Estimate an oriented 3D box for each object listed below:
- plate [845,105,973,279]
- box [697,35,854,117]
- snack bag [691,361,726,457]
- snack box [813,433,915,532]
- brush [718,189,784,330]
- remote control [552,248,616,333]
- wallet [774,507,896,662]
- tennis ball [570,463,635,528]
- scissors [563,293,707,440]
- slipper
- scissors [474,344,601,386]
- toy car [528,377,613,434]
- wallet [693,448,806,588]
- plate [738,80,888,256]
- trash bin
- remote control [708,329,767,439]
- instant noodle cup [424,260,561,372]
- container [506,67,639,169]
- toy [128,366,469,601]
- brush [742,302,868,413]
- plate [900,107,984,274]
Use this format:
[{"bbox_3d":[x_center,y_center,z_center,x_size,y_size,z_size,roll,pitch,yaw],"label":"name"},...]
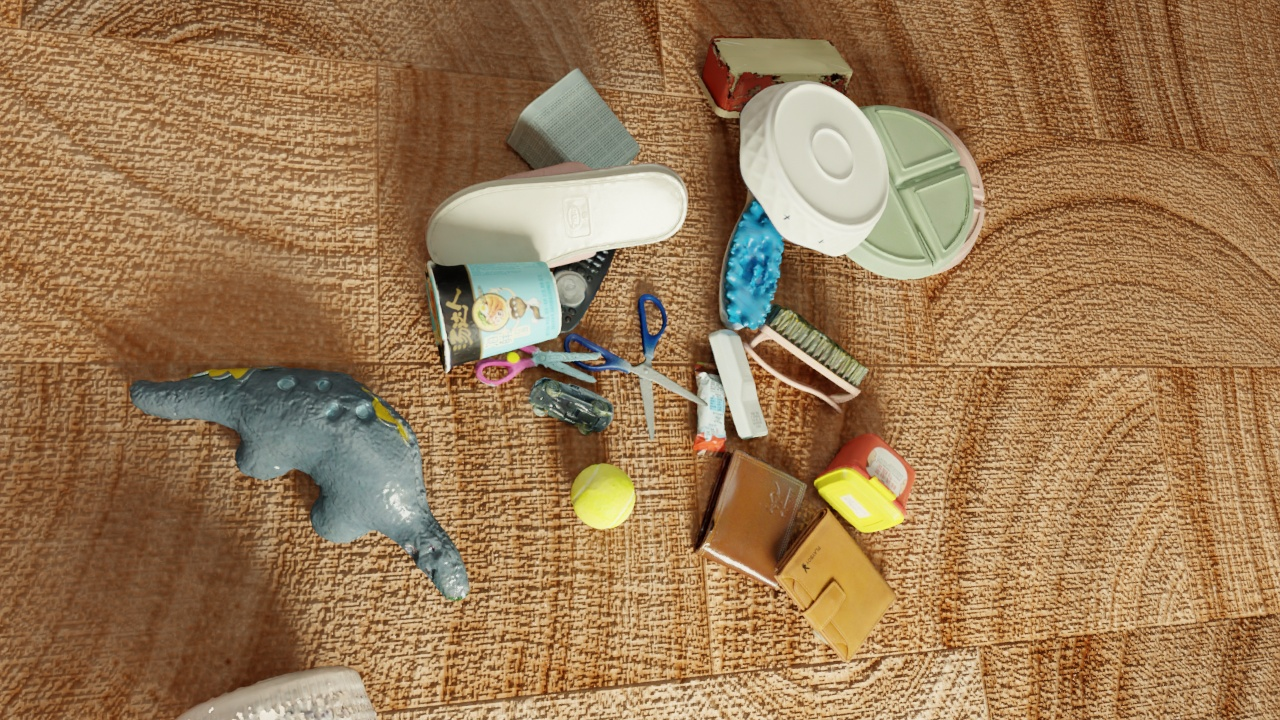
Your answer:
[{"bbox_3d":[0.313,-0.212,1.125,0.230,0.028,0.230,5,74,-16],"label":"plate"},{"bbox_3d":[0.165,-0.345,1.096,0.168,0.077,0.091,-6,51,-19],"label":"box"},{"bbox_3d":[0.076,0.055,1.010,0.048,0.026,0.104,10,72,-36],"label":"snack bag"},{"bbox_3d":[0.255,0.134,1.024,0.091,0.082,0.079,42,58,-5],"label":"snack box"},{"bbox_3d":[0.135,-0.182,1.062,0.060,0.109,0.314,13,81,-7],"label":"brush"},{"bbox_3d":[-0.070,-0.089,0.999,0.053,0.024,0.136,30,70,-8],"label":"remote control"},{"bbox_3d":[0.210,0.244,0.996,0.107,0.031,0.132,-43,100,-28],"label":"wallet"},{"bbox_3d":[-0.038,0.137,0.930,0.065,0.066,0.065,4,75,-17],"label":"tennis ball"},{"bbox_3d":[-0.004,0.002,0.993,0.162,0.012,0.175,9,66,-9],"label":"scissors"},{"bbox_3d":[-0.087,-0.149,0.950,0.274,0.054,0.114,-12,122,1],"label":"slipper"},{"bbox_3d":[-0.106,-0.012,0.966,0.137,0.017,0.093,-3,72,-12],"label":"scissors"},{"bbox_3d":[-0.072,0.045,0.957,0.090,0.043,0.034,22,44,-15],"label":"toy car"},{"bbox_3d":[0.121,0.171,0.995,0.101,0.032,0.124,25,72,-14],"label":"wallet"},{"bbox_3d":[0.201,-0.222,1.027,0.204,0.046,0.204,10,71,-30],"label":"plate"},{"bbox_3d":[-0.280,0.360,0.729,0.227,0.228,0.192,-13,68,-21],"label":"trash bin"},{"bbox_3d":[0.110,0.026,1.019,0.049,0.024,0.125,-3,75,-60],"label":"remote control"},{"bbox_3d":[-0.145,-0.053,0.912,0.120,0.111,0.111,-11,80,-15],"label":"instant noodle cup"},{"bbox_3d":[-0.071,-0.237,1.002,0.111,0.090,0.089,47,67,-6],"label":"container"},{"bbox_3d":[-0.286,0.087,0.849,0.356,0.091,0.137,36,81,-5],"label":"toy"},{"bbox_3d":[0.190,-0.001,1.048,0.145,0.063,0.073,35,98,-10],"label":"brush"},{"bbox_3d":[0.344,-0.220,1.168,0.229,0.028,0.229,4,75,-17],"label":"plate"}]
